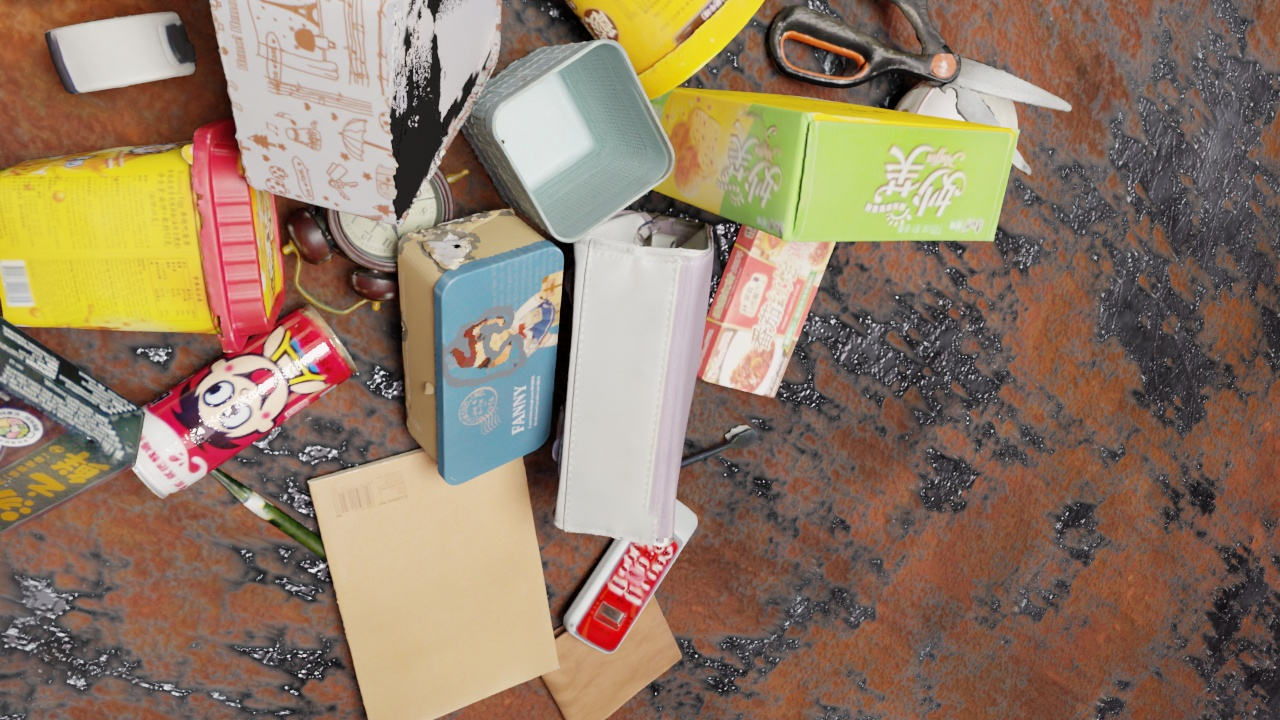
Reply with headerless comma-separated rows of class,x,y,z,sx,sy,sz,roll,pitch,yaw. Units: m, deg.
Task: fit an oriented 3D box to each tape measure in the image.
tape measure,-0.266,-0.159,0.473,0.065,0.066,0.033,-19,114,-20

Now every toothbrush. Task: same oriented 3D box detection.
toothbrush,-0.251,0.102,0.608,0.017,0.012,0.186,-43,122,0
toothbrush,0.014,0.089,0.739,0.180,0.018,0.016,-21,122,-17

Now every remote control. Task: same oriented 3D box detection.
remote control,-0.007,0.170,0.743,0.056,0.020,0.136,39,81,-27

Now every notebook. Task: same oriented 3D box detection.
notebook,-0.143,0.161,0.670,0.149,0.012,0.211,-15,109,-24

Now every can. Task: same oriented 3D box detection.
can,-0.241,0.023,0.551,0.132,0.053,0.053,-37,121,-19

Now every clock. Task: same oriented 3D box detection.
clock,-0.164,-0.084,0.558,0.082,0.055,0.122,37,86,-33

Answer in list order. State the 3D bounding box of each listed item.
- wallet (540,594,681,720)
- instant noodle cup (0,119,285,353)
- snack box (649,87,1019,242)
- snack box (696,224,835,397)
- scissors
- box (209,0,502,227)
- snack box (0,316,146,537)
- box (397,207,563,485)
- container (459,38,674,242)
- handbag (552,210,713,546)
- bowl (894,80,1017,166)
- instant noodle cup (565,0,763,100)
wallet,-0.027,0.248,0.773,0.115,0.020,0.101,-30,118,-18
instant noodle cup,-0.263,-0.066,0.489,0.123,0.116,0.116,-5,110,-13
snack box,0.102,-0.130,0.588,0.157,0.210,0.070,-4,111,-26
snack box,0.098,-0.050,0.723,0.075,0.025,0.153,15,101,-31
scissors,0.203,-0.232,0.660,0.222,0.021,0.210,-1,92,-1
box,-0.182,-0.189,0.439,0.193,0.182,0.157,13,138,2
snack box,-0.347,0.035,0.470,0.126,0.053,0.113,-27,136,10
box,-0.103,-0.002,0.586,0.089,0.060,0.185,-24,137,-32
container,-0.053,-0.139,0.563,0.090,0.111,0.090,-36,120,-11
handbag,-0.004,0.004,0.628,0.098,0.144,0.197,10,107,10
bowl,0.234,-0.172,0.727,0.113,0.062,0.113,-10,112,-26
instant noodle cup,0.002,-0.240,0.557,0.114,0.118,0.118,43,86,-25
